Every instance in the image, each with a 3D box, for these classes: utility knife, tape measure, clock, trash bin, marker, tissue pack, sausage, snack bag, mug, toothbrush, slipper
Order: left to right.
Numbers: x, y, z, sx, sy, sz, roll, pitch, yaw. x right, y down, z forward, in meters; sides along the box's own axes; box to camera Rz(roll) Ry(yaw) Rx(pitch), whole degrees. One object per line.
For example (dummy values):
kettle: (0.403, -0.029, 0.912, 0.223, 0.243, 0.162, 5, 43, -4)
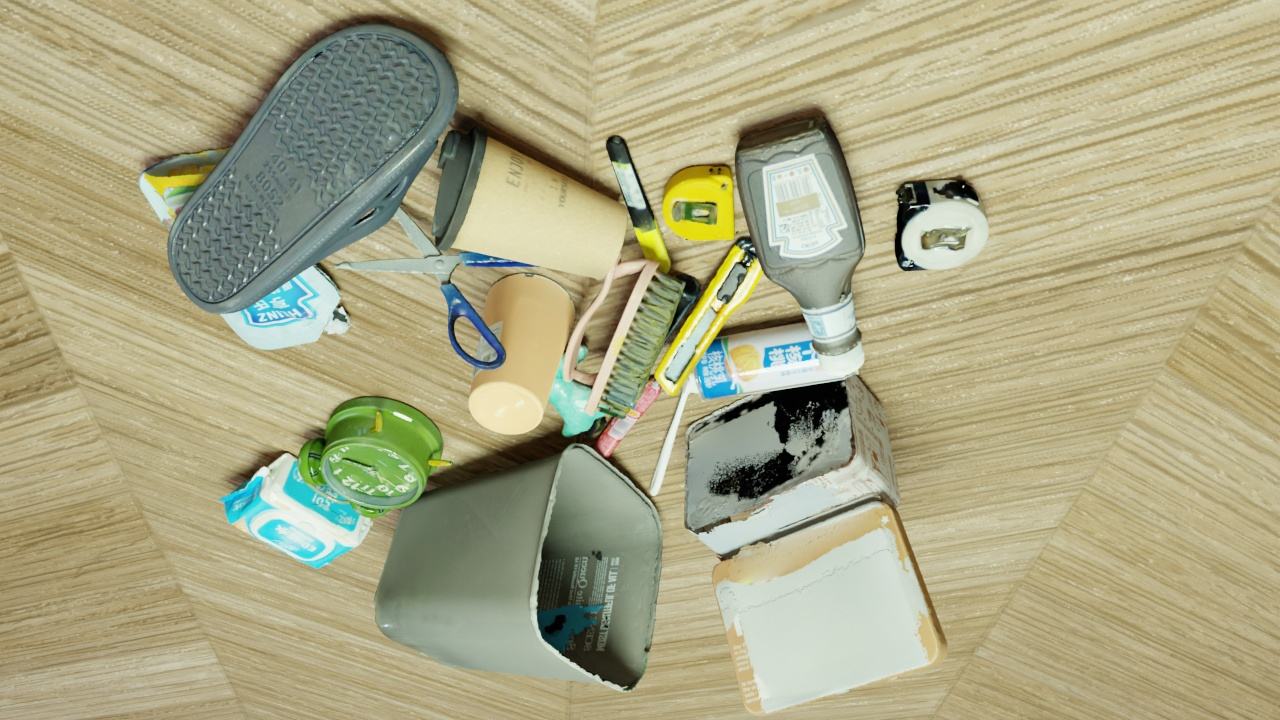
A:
snack bag: (-0.319, -0.083, 0.758, 0.110, 0.038, 0.191, -12, 133, 2)
tissue pack: (-0.365, 0.164, 0.980, 0.090, 0.063, 0.140, -31, 124, 30)
slipper: (-0.232, -0.135, 0.668, 0.269, 0.083, 0.110, -37, 85, 18)
clock: (-0.271, 0.102, 0.916, 0.162, 0.056, 0.116, -30, 123, 30)
mug: (-0.100, -0.004, 0.751, 0.078, 0.122, 0.078, 3, 133, 3)
trash bin: (-0.120, 0.213, 0.909, 0.220, 0.198, 0.198, -12, 141, 29)
sausage: (-0.019, 0.063, 0.878, 0.020, 0.020, 0.156, 23, 132, -16)
toothbrush: (-0.005, 0.005, 0.818, 0.027, 0.026, 0.213, -19, 153, -41)
marker: (-0.001, -0.118, 0.707, 0.018, 0.015, 0.124, -8, 130, 19)
toothbrush: (0.033, 0.075, 0.888, 0.016, 0.016, 0.181, 7, 134, -9)
tape measure: (0.045, -0.116, 0.693, 0.057, 0.028, 0.060, -1, 133, 7)
utility knife: (0.058, -0.034, 0.746, 0.033, 0.015, 0.155, 31, 110, -3)
tape measure: (0.224, -0.101, 0.686, 0.066, 0.033, 0.066, -4, 135, 10)

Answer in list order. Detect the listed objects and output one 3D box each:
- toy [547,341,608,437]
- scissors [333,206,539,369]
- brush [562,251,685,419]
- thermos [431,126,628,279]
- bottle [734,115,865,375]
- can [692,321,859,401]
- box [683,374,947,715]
toy: (-0.067, 0.023, 0.830, 0.092, 0.030, 0.097, 43, 127, -15)
scissors: (-0.143, -0.066, 0.710, 0.175, 0.162, 0.012, -13, 164, -18)
brush: (-0.016, -0.023, 0.744, 0.073, 0.063, 0.146, 25, 129, 3)
thermos: (-0.086, -0.110, 0.676, 0.143, 0.092, 0.093, 17, 134, -20)
bottle: (0.128, -0.078, 0.680, 0.080, 0.043, 0.195, -12, 118, 19)
can: (0.114, -0.002, 0.779, 0.135, 0.053, 0.053, -10, 132, 15)
box: (0.136, 0.145, 0.780, 0.178, 0.271, 0.106, -28, 139, 28)
